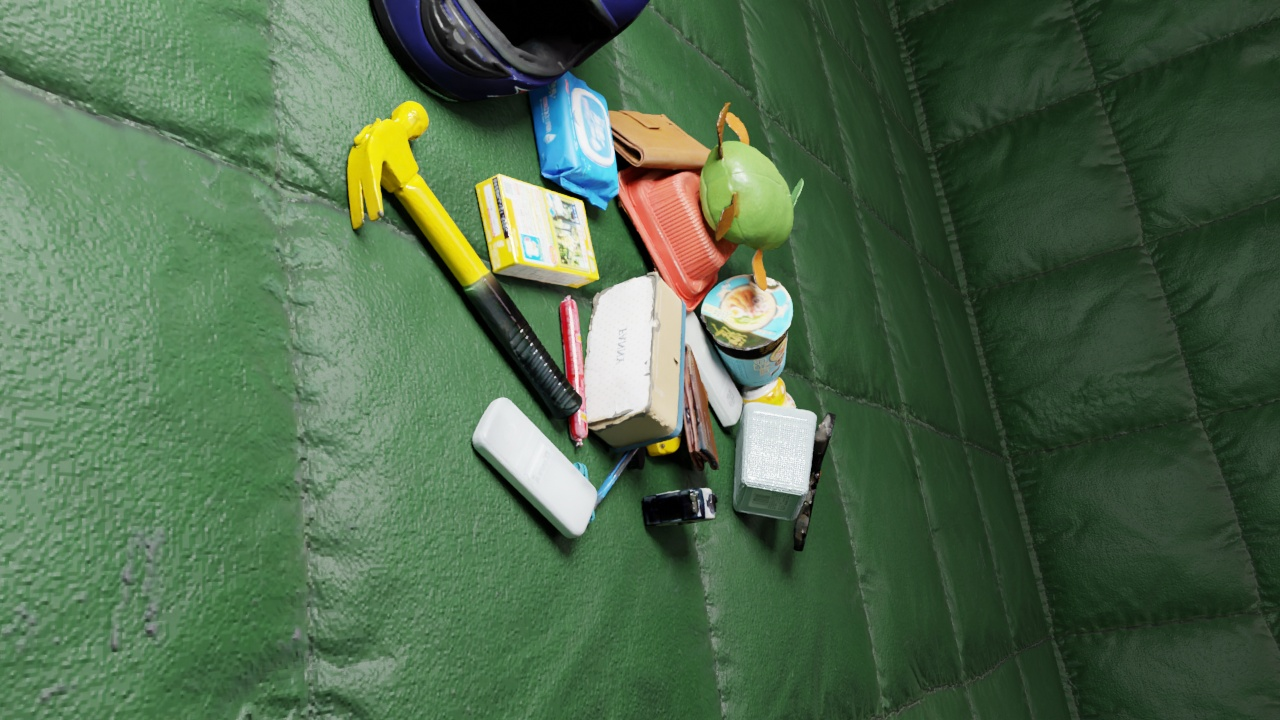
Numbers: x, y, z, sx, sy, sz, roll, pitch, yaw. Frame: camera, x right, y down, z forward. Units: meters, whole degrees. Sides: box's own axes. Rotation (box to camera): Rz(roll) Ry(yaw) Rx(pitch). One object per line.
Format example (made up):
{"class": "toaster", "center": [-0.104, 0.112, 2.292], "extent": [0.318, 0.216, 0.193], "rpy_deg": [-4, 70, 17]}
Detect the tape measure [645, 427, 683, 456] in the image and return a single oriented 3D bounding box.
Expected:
{"class": "tape measure", "center": [0.024, 0.073, 0.986], "extent": [0.057, 0.029, 0.060], "rpy_deg": [6, 69, -60]}

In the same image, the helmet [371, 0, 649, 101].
{"class": "helmet", "center": [-0.087, -0.396, 0.839], "extent": [0.247, 0.241, 0.314], "rpy_deg": [48, 37, -33]}

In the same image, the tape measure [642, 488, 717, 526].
{"class": "tape measure", "center": [0.044, 0.151, 0.939], "extent": [0.066, 0.066, 0.033], "rpy_deg": [12, 68, -55]}

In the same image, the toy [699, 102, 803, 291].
{"class": "toy", "center": [0.126, -0.192, 1.082], "extent": [0.246, 0.090, 0.227], "rpy_deg": [15, 69, -64]}

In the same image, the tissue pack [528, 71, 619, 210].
{"class": "tissue pack", "center": [-0.069, -0.244, 0.975], "extent": [0.094, 0.052, 0.157], "rpy_deg": [12, 64, -58]}

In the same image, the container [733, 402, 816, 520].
{"class": "container", "center": [0.160, 0.125, 1.108], "extent": [0.090, 0.090, 0.111], "rpy_deg": [96, 3, -53]}

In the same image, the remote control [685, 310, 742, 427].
{"class": "remote control", "center": [0.082, 0.011, 1.128], "extent": [0.150, 0.021, 0.058], "rpy_deg": [60, 30, -21]}

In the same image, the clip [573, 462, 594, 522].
{"class": "clip", "center": [-0.056, 0.120, 0.839], "extent": [0.034, 0.013, 0.054], "rpy_deg": [24, 54, -55]}

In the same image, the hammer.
{"class": "hammer", "center": [-0.140, -0.068, 0.777], "extent": [0.301, 0.033, 0.128], "rpy_deg": [56, 33, -26]}

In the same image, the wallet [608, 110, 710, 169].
{"class": "wallet", "center": [0.013, -0.261, 1.083], "extent": [0.131, 0.031, 0.108], "rpy_deg": [-10, 46, -47]}

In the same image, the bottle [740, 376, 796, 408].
{"class": "bottle", "center": [0.177, 0.072, 1.216], "extent": [0.108, 0.063, 0.063], "rpy_deg": [59, 32, -23]}

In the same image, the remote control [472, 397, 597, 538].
{"class": "remote control", "center": [-0.088, 0.093, 0.781], "extent": [0.136, 0.020, 0.055], "rpy_deg": [49, 40, -26]}

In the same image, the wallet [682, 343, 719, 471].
{"class": "wallet", "center": [0.060, 0.055, 1.015], "extent": [0.101, 0.032, 0.124], "rpy_deg": [63, 17, -69]}

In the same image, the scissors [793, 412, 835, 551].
{"class": "scissors", "center": [0.224, 0.151, 1.199], "extent": [0.233, 0.022, 0.221], "rpy_deg": [-65, 164, -47]}

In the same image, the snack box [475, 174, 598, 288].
{"class": "snack box", "center": [-0.096, -0.121, 0.884], "extent": [0.140, 0.034, 0.087], "rpy_deg": [2, 73, -58]}

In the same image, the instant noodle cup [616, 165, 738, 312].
{"class": "instant noodle cup", "center": [0.054, -0.168, 1.120], "extent": [0.189, 0.079, 0.164], "rpy_deg": [60, 27, -12]}

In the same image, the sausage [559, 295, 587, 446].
{"class": "sausage", "center": [-0.064, 0.008, 0.882], "extent": [0.020, 0.020, 0.155], "rpy_deg": [23, 56, -54]}

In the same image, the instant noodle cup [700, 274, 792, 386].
{"class": "instant noodle cup", "center": [0.140, -0.030, 1.150], "extent": [0.120, 0.111, 0.111], "rpy_deg": [68, 20, -56]}

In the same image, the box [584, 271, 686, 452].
{"class": "box", "center": [-0.005, 0.005, 0.913], "extent": [0.061, 0.090, 0.184], "rpy_deg": [40, 45, -45]}

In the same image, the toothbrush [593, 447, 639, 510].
{"class": "toothbrush", "center": [-0.005, 0.088, 0.916], "extent": [0.016, 0.014, 0.189], "rpy_deg": [59, 41, -21]}

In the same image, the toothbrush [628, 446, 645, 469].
{"class": "toothbrush", "center": [-0.010, 0.029, 0.973], "extent": [0.014, 0.018, 0.189], "rpy_deg": [33, 44, -48]}
